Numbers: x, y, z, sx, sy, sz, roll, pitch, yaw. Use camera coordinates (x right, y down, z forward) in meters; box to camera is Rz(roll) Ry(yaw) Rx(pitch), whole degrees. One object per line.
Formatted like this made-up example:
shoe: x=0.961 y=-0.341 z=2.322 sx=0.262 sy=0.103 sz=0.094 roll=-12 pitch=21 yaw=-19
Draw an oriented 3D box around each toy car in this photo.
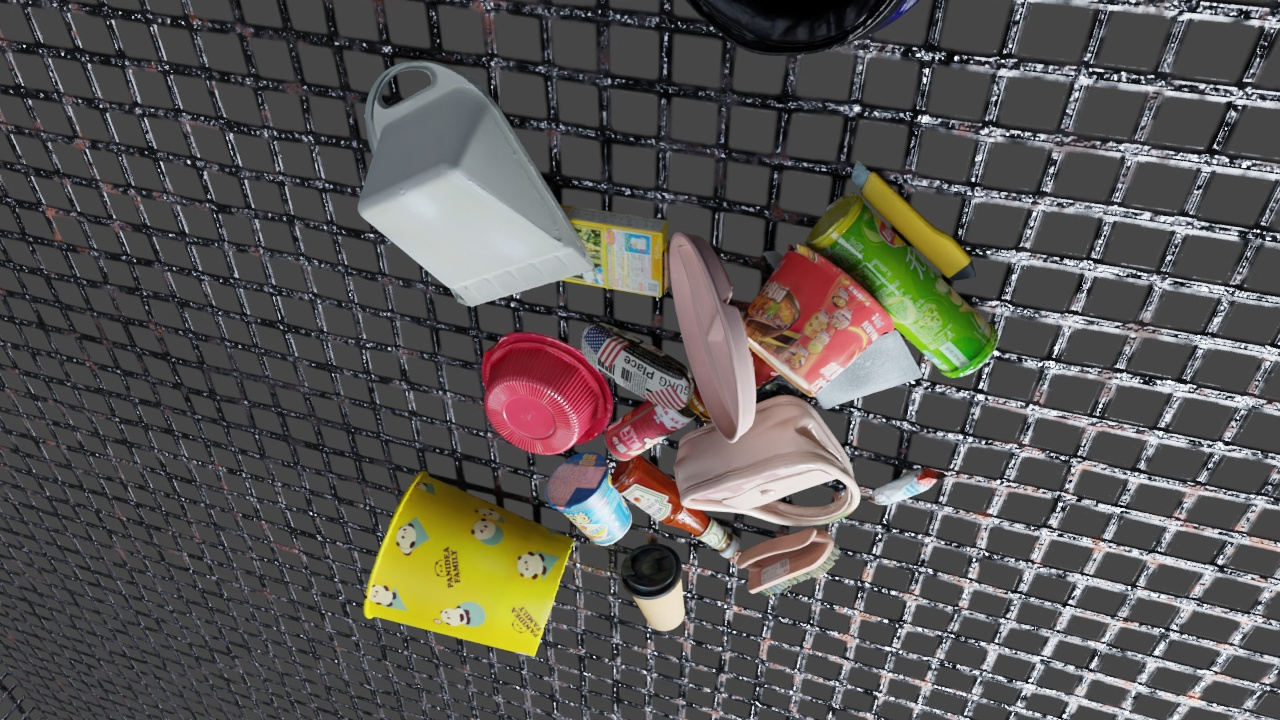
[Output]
toy car: x=0.153 y=0.048 z=1.109 sx=0.043 sy=0.034 sz=0.091 roll=34 pitch=134 yaw=-10

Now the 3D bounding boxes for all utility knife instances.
utility knife: x=0.206 y=-0.043 z=1.025 sx=0.029 sy=0.013 sz=0.218 roll=-29 pitch=112 yaw=35
utility knife: x=0.272 y=-0.139 z=0.917 sx=0.171 sy=0.015 sz=0.033 roll=41 pitch=126 yaw=-11

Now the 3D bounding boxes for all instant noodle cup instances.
instant noodle cup: x=-0.136 y=0.057 z=1.218 sx=0.194 sy=0.065 sz=0.194 roll=12 pitch=131 yaw=15
instant noodle cup: x=-0.067 y=0.201 z=1.294 sx=0.099 sy=0.099 sz=0.110 roll=-8 pitch=132 yaw=28
instant noodle cup: x=0.172 y=-0.036 z=0.937 sx=0.138 sy=0.138 sz=0.108 roll=40 pitch=92 yaw=-12

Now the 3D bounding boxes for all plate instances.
plate: x=0.076 y=-0.027 z=0.975 sx=0.028 sy=0.229 sz=0.230 roll=-15 pitch=127 yaw=-8

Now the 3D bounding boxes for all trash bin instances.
trash bin: x=-0.249 y=0.316 z=1.382 sx=0.255 sy=0.228 sz=0.230 roll=19 pitch=133 yaw=0

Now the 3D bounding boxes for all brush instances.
brush: x=0.202 y=0.268 z=1.251 sx=0.073 sy=0.063 sz=0.146 roll=37 pitch=132 yaw=-23

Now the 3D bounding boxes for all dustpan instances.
dustpan: x=-0.201 y=-0.203 z=1.045 sx=0.223 sy=0.142 sz=0.257 roll=-12 pitch=147 yaw=37

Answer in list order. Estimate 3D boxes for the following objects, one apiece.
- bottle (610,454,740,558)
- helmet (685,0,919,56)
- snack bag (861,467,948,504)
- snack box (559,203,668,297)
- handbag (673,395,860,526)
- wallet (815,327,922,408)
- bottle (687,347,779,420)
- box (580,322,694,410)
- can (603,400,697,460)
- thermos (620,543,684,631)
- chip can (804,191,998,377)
bottle: x=0.052 y=0.205 z=1.265 sx=0.206 sy=0.059 sz=0.060 roll=38 pitch=132 yaw=-15
helmet: x=0.113 y=-0.382 z=0.623 sx=0.248 sy=0.239 sz=0.316 roll=2 pitch=139 yaw=22
snack bag: x=0.323 y=0.155 z=1.124 sx=0.104 sy=0.048 sz=0.026 roll=-33 pitch=69 yaw=37
snack box: x=-0.037 y=-0.126 z=1.047 sx=0.140 sy=0.033 sz=0.087 roll=9 pitch=131 yaw=14
handbag: x=0.175 y=0.149 z=1.140 sx=0.194 sy=0.093 sz=0.234 roll=-24 pitch=138 yaw=34
wallet: x=0.242 y=0.008 z=1.020 sx=0.121 sy=0.019 sz=0.097 roll=-20 pitch=138 yaw=23
bottle: x=0.125 y=0.007 z=1.070 sx=0.057 sy=0.057 sz=0.175 roll=39 pitch=132 yaw=-11
box: x=-0.004 y=0.005 z=1.119 sx=0.164 sy=0.051 sz=0.068 roll=30 pitch=118 yaw=21
can: x=0.013 y=0.080 z=1.180 sx=0.053 sy=0.053 sz=0.133 roll=42 pitch=131 yaw=-14
thermos: x=0.024 y=0.342 z=1.375 sx=0.093 sy=0.092 sz=0.143 roll=5 pitch=137 yaw=19
chip can: x=0.269 y=-0.072 z=0.935 sx=0.221 sy=0.072 sz=0.073 roll=41 pitch=131 yaw=-12
